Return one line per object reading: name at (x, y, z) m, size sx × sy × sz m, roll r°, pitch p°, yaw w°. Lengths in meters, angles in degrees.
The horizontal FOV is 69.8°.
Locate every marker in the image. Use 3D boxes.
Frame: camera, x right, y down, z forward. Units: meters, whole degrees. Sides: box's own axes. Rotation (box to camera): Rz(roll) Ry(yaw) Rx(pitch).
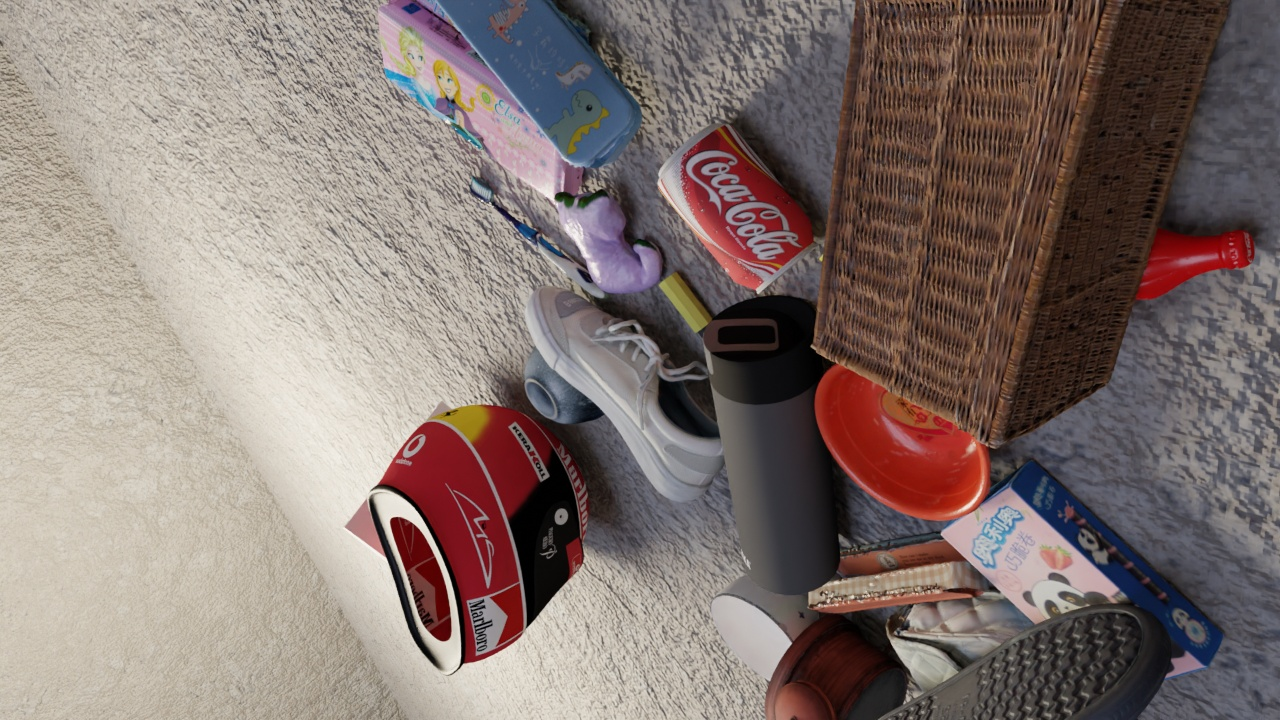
marker at (0.059, -0.018, 0.747) m, size 0.124 × 0.017 × 0.021 m, roll 52°, pitch -178°, yaw -3°

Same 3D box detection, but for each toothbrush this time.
toothbrush at (-0.096, -0.116, 0.853) m, size 0.189 × 0.016 × 0.017 m, roll 41°, pitch 137°, yaw 19°

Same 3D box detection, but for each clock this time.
clock at (0.164, 0.301, 0.798) m, size 0.072 × 0.157 × 0.121 m, roll 28°, pitch 141°, yaw 44°

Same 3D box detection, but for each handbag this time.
handbag at (0.282, 0.268, 0.690) m, size 0.195 × 0.072 × 0.139 m, roll 56°, pitch 148°, yaw -5°

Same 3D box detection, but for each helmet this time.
helmet at (-0.167, 0.181, 1.039) m, size 0.198 × 0.224 × 0.271 m, roll 1°, pitch 109°, yaw 50°

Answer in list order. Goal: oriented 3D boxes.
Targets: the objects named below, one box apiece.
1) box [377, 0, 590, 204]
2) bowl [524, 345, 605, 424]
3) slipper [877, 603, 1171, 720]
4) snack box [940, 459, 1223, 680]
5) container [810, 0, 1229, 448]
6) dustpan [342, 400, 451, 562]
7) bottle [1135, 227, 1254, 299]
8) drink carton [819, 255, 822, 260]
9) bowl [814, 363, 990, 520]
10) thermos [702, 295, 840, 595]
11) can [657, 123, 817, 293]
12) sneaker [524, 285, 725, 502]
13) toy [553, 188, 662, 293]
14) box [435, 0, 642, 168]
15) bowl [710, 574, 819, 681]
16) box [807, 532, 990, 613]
box at (-0.133, -0.247, 0.752) m, size 0.230 × 0.035 × 0.160 m, roll 38°, pitch 147°, yaw 20°
bowl at (-0.083, 0.025, 0.940) m, size 0.110 × 0.055 × 0.111 m, roll 34°, pitch 145°, yaw 29°
slipper at (0.236, 0.254, 0.592) m, size 0.083 × 0.110 × 0.269 m, roll 44°, pitch 131°, yaw 3°
snack box at (0.283, 0.145, 0.603) m, size 0.154 × 0.033 × 0.088 m, roll 45°, pitch 148°, yaw 12°
container at (0.163, -0.076, 0.421) m, size 0.113 × 0.113 × 0.199 m, roll 27°, pitch 123°, yaw 42°
dustpan at (-0.214, 0.208, 1.155) m, size 0.257 × 0.191 × 0.053 m, roll 42°, pitch 152°, yaw -16°
bottle at (0.240, -0.047, 0.463) m, size 0.119 × 0.036 × 0.036 m, roll -6°, pitch 116°, yaw 54°
drink carton at (0.177, -0.039, 0.549) m, size 0.134 × 0.042 × 0.059 m, roll 46°, pitch 151°, yaw 12°
bowl at (0.184, 0.043, 0.618) m, size 0.130 × 0.045 × 0.131 m, roll 33°, pitch 144°, yaw 28°
thermos at (0.106, 0.071, 0.713) m, size 0.082 × 0.082 × 0.241 m, roll 22°, pitch 137°, yaw 40°
can at (0.065, -0.101, 0.611) m, size 0.105 × 0.064 × 0.064 m, roll 51°, pitch 149°, yaw 3°
sneaker at (-0.005, 0.005, 0.801) m, size 0.242 × 0.089 × 0.091 m, roll 49°, pitch 124°, yaw 22°
toy at (-0.024, -0.099, 0.755) m, size 0.080 × 0.036 × 0.100 m, roll 2°, pitch 131°, yaw 37°
box at (-0.085, -0.228, 0.660) m, size 0.210 × 0.058 × 0.068 m, roll 51°, pitch 131°, yaw 8°
bowl at (0.129, 0.250, 0.880) m, size 0.113 × 0.063 × 0.114 m, roll 33°, pitch 145°, yaw 28°
box at (0.208, 0.167, 0.732) m, size 0.056 × 0.063 × 0.189 m, roll 23°, pitch 153°, yaw -22°
